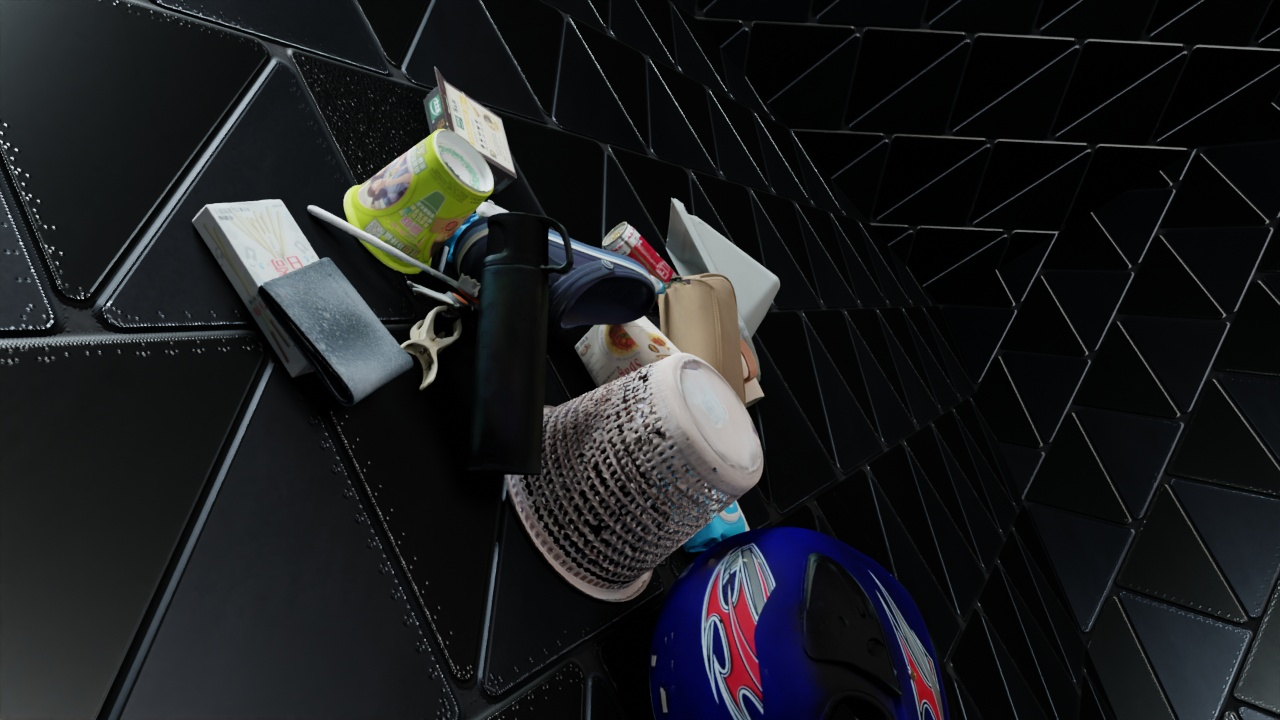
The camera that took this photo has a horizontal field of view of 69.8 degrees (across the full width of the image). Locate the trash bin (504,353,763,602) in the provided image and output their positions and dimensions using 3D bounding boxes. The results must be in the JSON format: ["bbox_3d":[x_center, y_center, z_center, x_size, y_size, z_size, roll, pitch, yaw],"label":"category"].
[{"bbox_3d":[0.006,0.101,0.928,0.227,0.193,0.227,41,29,-29],"label":"trash bin"}]

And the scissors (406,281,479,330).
[{"bbox_3d":[-0.187,-0.059,0.898,0.139,0.022,0.235,38,2,33],"label":"scissors"}]

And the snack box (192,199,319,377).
[{"bbox_3d":[-0.301,-0.064,0.778,0.157,0.027,0.084,56,25,2],"label":"snack box"}]

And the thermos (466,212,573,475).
[{"bbox_3d":[-0.111,-0.015,0.856,0.068,0.090,0.242,19,72,-63],"label":"thermos"}]

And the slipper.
[{"bbox_3d":[-0.089,-0.078,1.010,0.252,0.105,0.095,11,39,-36],"label":"slipper"}]

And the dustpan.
[{"bbox_3d":[0.112,-0.090,1.429,0.258,0.142,0.223,34,-11,7],"label":"dustpan"}]

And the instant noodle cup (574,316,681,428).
[{"bbox_3d":[-0.007,0.007,1.125,0.124,0.116,0.116,52,23,21],"label":"instant noodle cup"}]

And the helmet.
[{"bbox_3d":[0.131,0.309,0.845,0.240,0.248,0.314,10,48,-20],"label":"helmet"}]

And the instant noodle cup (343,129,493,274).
[{"bbox_3d":[-0.217,-0.167,0.932,0.111,0.124,0.111,41,29,-29],"label":"instant noodle cup"}]

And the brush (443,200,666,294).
[{"bbox_3d":[-0.095,-0.111,1.101,0.314,0.110,0.060,28,30,-49],"label":"brush"}]

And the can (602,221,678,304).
[{"bbox_3d":[0.004,-0.144,1.380,0.133,0.053,0.053,45,27,-22],"label":"can"}]

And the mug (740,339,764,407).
[{"bbox_3d":[0.131,0.018,1.342,0.081,0.115,0.106,-20,78,-34],"label":"mug"}]

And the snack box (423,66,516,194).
[{"bbox_3d":[-0.220,-0.287,1.156,0.125,0.053,0.113,24,40,-47],"label":"snack box"}]

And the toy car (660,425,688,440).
[{"bbox_3d":[0.055,0.098,1.203,0.105,0.031,0.048,33,33,-42],"label":"toy car"}]

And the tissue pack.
[{"bbox_3d":[0.072,0.165,1.114,0.089,0.063,0.140,7,54,-58],"label":"tissue pack"}]

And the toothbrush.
[{"bbox_3d":[-0.239,-0.109,0.900,0.180,0.016,0.016,27,2,-19],"label":"toothbrush"}]

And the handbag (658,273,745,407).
[{"bbox_3d":[0.078,-0.018,1.242,0.147,0.100,0.204,21,62,-59],"label":"handbag"}]

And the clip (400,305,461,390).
[{"bbox_3d":[-0.206,-0.015,0.878,0.074,0.035,0.100,47,29,-20],"label":"clip"}]

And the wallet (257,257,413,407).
[{"bbox_3d":[-0.252,-0.026,0.765,0.121,0.019,0.097,54,23,-6],"label":"wallet"}]
